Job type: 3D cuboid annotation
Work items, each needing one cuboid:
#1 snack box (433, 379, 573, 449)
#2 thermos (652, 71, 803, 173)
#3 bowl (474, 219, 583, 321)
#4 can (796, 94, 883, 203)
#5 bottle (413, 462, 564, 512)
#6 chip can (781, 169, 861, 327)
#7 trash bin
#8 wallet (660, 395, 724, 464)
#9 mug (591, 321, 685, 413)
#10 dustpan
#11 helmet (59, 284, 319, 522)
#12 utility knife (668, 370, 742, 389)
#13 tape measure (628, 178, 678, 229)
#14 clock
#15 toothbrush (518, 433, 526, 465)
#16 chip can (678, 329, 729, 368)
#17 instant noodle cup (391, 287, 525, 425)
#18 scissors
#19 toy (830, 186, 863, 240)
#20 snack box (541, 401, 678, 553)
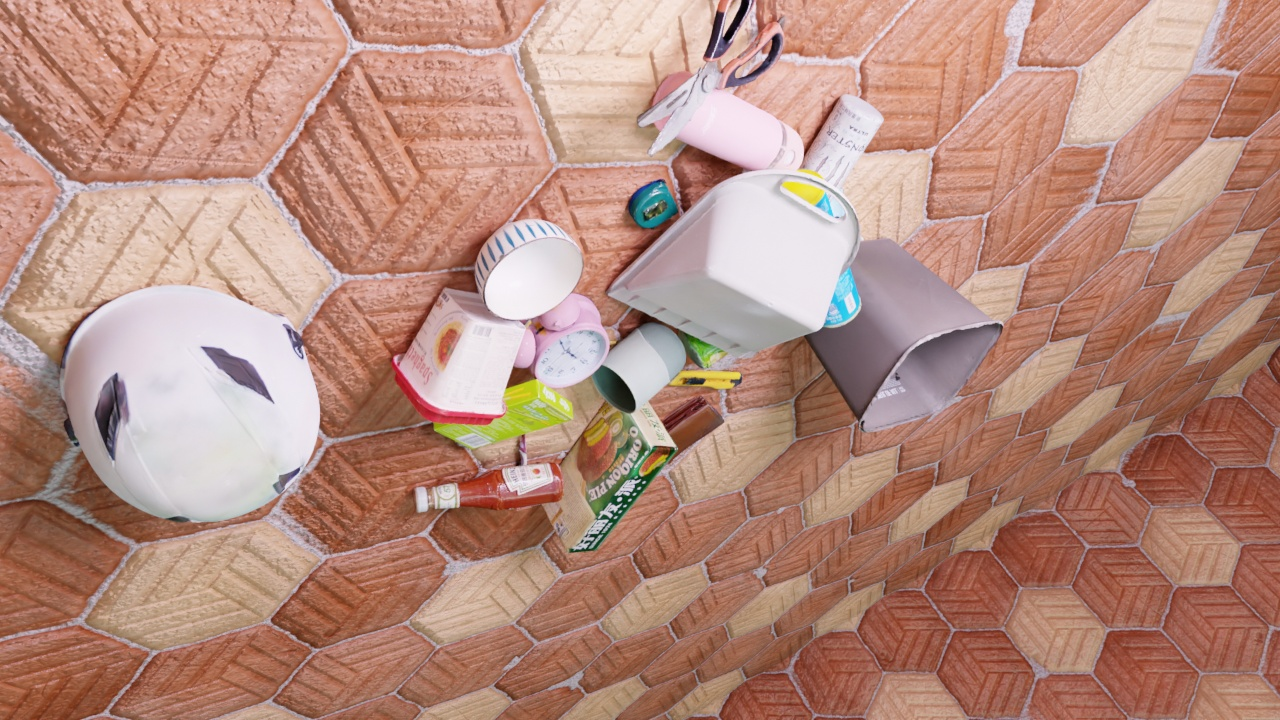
[{"bbox_3d":[-0.172,0.070,1.153,0.157,0.026,0.085,-18,151,21],"label":"snack box"},{"bbox_3d":[0.097,-0.240,0.997,0.198,0.067,0.087,11,115,-47],"label":"thermos"},{"bbox_3d":[-0.126,-0.106,0.984,0.116,0.066,0.117,-23,146,-17],"label":"bowl"},{"bbox_3d":[0.231,-0.245,1.113,0.058,0.058,0.147,-3,136,-38],"label":"can"},{"bbox_3d":[-0.210,0.181,1.277,0.205,0.059,0.060,-5,138,-21],"label":"bottle"},{"bbox_3d":[0.215,-0.133,1.128,0.071,0.071,0.210,-33,135,-1],"label":"chip can"},{"bbox_3d":[0.353,-0.045,1.325,0.198,0.219,0.199,-11,140,-31],"label":"trash bin"},{"bbox_3d":[0.070,0.112,1.462,0.124,0.032,0.101,-36,149,6],"label":"wallet"},{"bbox_3d":[-0.007,0.007,1.211,0.106,0.112,0.082,-42,109,-27],"label":"mug"},{"bbox_3d":[0.127,-0.117,1.088,0.222,0.258,0.142,25,75,-24],"label":"dustpan"},{"bbox_3d":[-0.421,0.065,0.883,0.228,0.146,0.259,-22,145,-17],"label":"helmet"},{"bbox_3d":[0.078,0.030,1.374,0.217,0.015,0.033,2,131,-41],"label":"utility knife"},{"bbox_3d":[0.015,-0.176,1.050,0.054,0.025,0.058,-35,146,0],"label":"tape measure"},{"bbox_3d":[-0.104,-0.027,1.110,0.117,0.059,0.158,-40,144,10],"label":"clock"},{"bbox_3d":[-0.169,0.127,1.292,0.017,0.016,0.188,-12,142,-16],"label":"toothbrush"},{"bbox_3d":[0.157,-0.070,1.262,0.221,0.072,0.072,-32,147,-2],"label":"chip can"},{"bbox_3d":[-0.196,-0.006,1.023,0.116,0.116,0.124,8,118,-46],"label":"instant noodle cup"},{"bbox_3d":[0.071,-0.289,0.888,0.197,0.015,0.214,-6,114,-47],"label":"scissors"},{"bbox_3d":[0.214,-0.154,1.203,0.156,0.050,0.161,7,107,-17],"label":"toy"},{"bbox_3d":[-0.054,0.166,1.349,0.063,0.114,0.241,6,129,-44],"label":"snack box"}]
